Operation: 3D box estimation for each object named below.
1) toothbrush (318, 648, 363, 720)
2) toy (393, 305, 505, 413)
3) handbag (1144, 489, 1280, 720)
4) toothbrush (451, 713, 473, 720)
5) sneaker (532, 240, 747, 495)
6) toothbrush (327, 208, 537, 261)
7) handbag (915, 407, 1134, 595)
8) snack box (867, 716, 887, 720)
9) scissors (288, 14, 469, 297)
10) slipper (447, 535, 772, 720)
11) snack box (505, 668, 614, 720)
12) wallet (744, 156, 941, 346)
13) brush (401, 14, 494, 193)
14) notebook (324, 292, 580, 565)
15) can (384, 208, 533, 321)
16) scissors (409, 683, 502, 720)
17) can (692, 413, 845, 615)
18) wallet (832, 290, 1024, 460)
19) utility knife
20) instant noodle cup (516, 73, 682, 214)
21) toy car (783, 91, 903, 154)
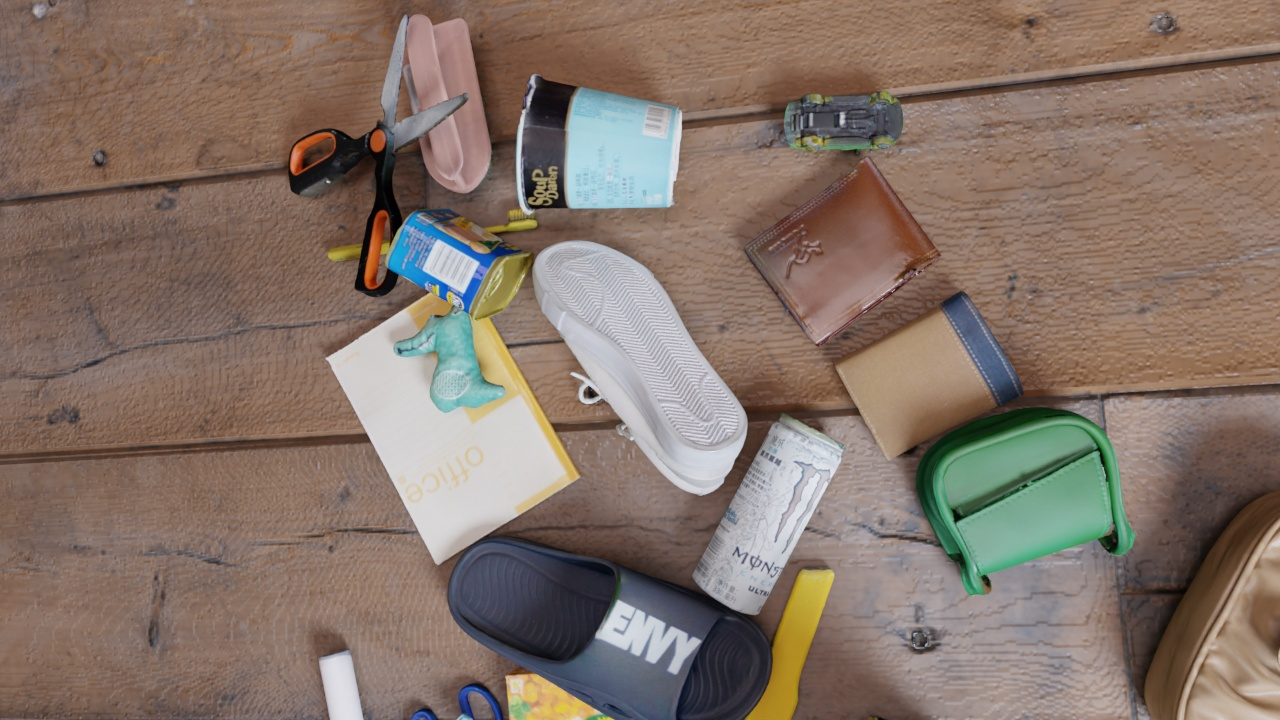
[{"bbox_3d":[-0.232,0.352,0.757,0.026,0.026,0.221,-23,78,50],"label":"toothbrush"},{"bbox_3d":[-0.160,-0.001,0.763,0.096,0.030,0.092,-13,77,16],"label":"toy"},{"bbox_3d":[0.440,0.193,0.603,0.148,0.099,0.204,26,94,9],"label":"handbag"},{"bbox_3d":[-0.080,0.373,0.719,0.027,0.026,0.224,-41,83,15],"label":"toothbrush"},{"bbox_3d":[-0.004,0.004,0.725,0.089,0.091,0.242,-26,59,-22],"label":"sneaker"},{"bbox_3d":[-0.181,-0.108,0.793,0.190,0.015,0.016,-8,79,10],"label":"toothbrush"},{"bbox_3d":[0.274,0.100,0.665,0.131,0.068,0.120,-19,89,8],"label":"handbag"},{"bbox_3d":[0.165,0.318,0.574,0.063,0.240,0.114,13,88,13],"label":"snack box"},{"bbox_3d":[-0.221,-0.165,0.762,0.221,0.021,0.234,7,96,35],"label":"scissors"},{"bbox_3d":[-0.037,0.201,0.687,0.268,0.083,0.110,16,72,20],"label":"slipper"},{"bbox_3d":[-0.026,0.279,0.723,0.156,0.027,0.077,-8,83,10],"label":"snack box"},{"bbox_3d":[0.156,-0.085,0.719,0.124,0.032,0.101,-36,77,5],"label":"wallet"},{"bbox_3d":[-0.163,-0.211,0.770,0.063,0.073,0.145,-13,84,9],"label":"brush"},{"bbox_3d":[-0.161,0.048,0.778,0.146,0.010,0.206,-32,80,6],"label":"notebook"},{"bbox_3d":[-0.143,-0.079,0.732,0.083,0.102,0.057,29,103,3],"label":"can"},{"bbox_3d":[-0.120,0.343,0.745,0.171,0.012,0.140,31,91,10],"label":"scissors"},{"bbox_3d":[0.097,0.116,0.698,0.058,0.058,0.146,28,91,12],"label":"can"},{"bbox_3d":[0.217,0.012,0.698,0.115,0.033,0.090,-29,78,8],"label":"wallet"},{"bbox_3d":[0.115,0.230,0.707,0.033,0.015,0.153,20,88,6],"label":"utility knife"},{"bbox_3d":[-0.029,-0.166,0.730,0.120,0.111,0.111,6,86,2],"label":"instant noodle cup"},{"bbox_3d":[0.159,-0.186,0.723,0.091,0.036,0.043,1,84,12],"label":"toy car"}]
